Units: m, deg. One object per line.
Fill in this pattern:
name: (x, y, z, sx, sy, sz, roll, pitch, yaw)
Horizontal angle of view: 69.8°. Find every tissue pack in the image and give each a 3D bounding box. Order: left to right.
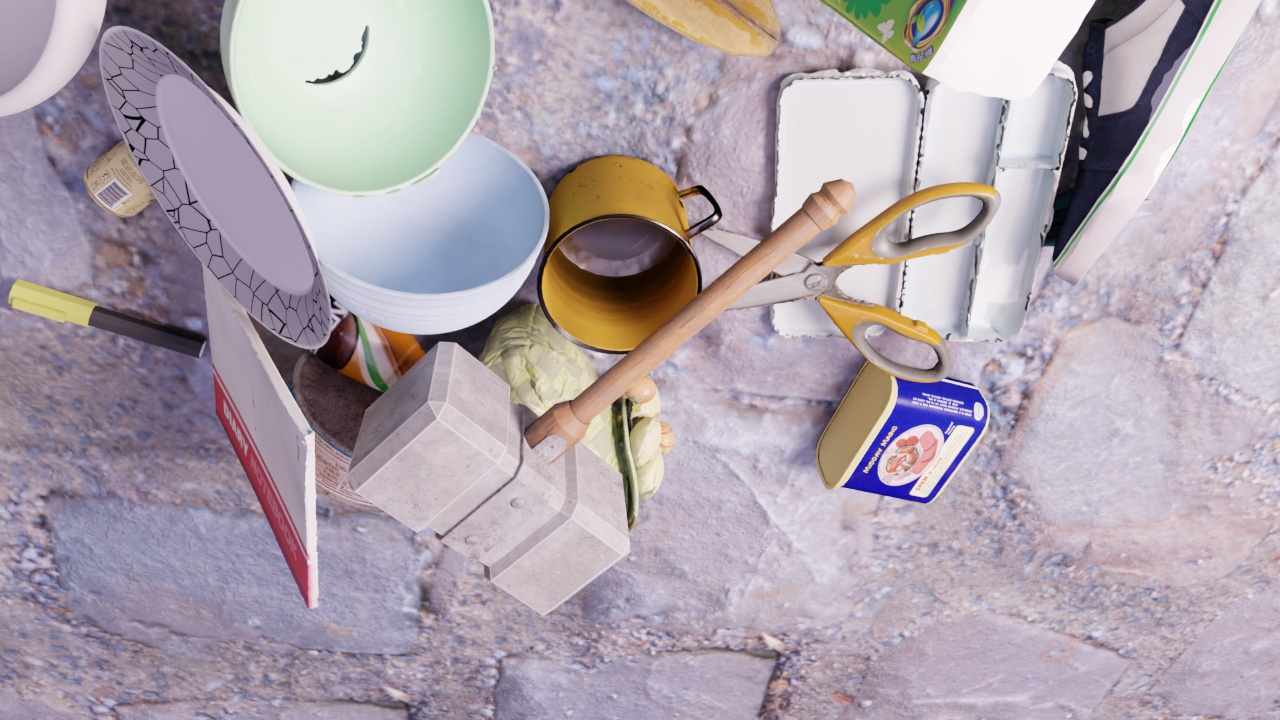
tissue pack: (0.154, -0.216, 0.454, 0.141, 0.197, 0.121, -1, 138, -35)

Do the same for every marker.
marker: (-0.373, -0.027, 0.646, 0.123, 0.021, 0.018, 20, 123, -20)

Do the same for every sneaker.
sneaker: (0.304, -0.161, 0.573, 0.079, 0.084, 0.236, 29, 125, 22)

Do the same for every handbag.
handbag: (-0.039, 0.041, 0.669, 0.117, 0.113, 0.186, -21, 124, 10)

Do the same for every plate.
plate: (-0.224, -0.090, 0.499, 0.189, 0.016, 0.189, 31, 144, 26)

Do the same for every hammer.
hammer: (-0.004, 0.003, 0.538, 0.318, 0.082, 0.162, -40, 117, 18)

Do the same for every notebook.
notebook: (-0.252, 0.041, 0.606, 0.012, 0.209, 0.153, -14, 133, -34)

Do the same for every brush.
brush: (0.001, -0.234, 0.510, 0.195, 0.043, 0.059, 29, 118, -22)

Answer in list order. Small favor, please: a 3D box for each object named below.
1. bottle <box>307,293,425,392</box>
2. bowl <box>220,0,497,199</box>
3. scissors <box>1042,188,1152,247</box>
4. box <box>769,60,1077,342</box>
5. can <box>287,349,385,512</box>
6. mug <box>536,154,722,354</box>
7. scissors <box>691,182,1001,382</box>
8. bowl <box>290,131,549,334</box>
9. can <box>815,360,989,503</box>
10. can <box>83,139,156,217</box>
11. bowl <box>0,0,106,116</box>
bottle: (-0.183, -0.012, 0.620, 0.167, 0.059, 0.059, 41, 115, -8)
bowl: (-0.162, -0.174, 0.506, 0.150, 0.077, 0.151, -26, 134, -31)
scissors: (0.280, -0.093, 0.653, 0.126, 0.019, 0.144, 33, 120, -22)
box: (0.183, -0.099, 0.628, 0.189, 0.037, 0.209, 2, 127, 11)
can: (-0.185, 0.042, 0.645, 0.130, 0.129, 0.044, 24, 121, -21)
mug: (-0.005, -0.077, 0.594, 0.124, 0.094, 0.100, -27, 124, 17)
scissors: (0.145, -0.047, 0.646, 0.226, 0.016, 0.217, -16, 125, 21)
bowl: (-0.135, -0.071, 0.565, 0.150, 0.150, 0.075, 7, 141, -10)
can: (0.210, 0.059, 0.739, 0.092, 0.056, 0.116, 13, 124, -15)
can: (-0.301, -0.125, 0.568, 0.080, 0.038, 0.038, -29, 124, 16)
bowl: (-0.340, -0.217, 0.465, 0.177, 0.066, 0.177, 6, 114, 13)
